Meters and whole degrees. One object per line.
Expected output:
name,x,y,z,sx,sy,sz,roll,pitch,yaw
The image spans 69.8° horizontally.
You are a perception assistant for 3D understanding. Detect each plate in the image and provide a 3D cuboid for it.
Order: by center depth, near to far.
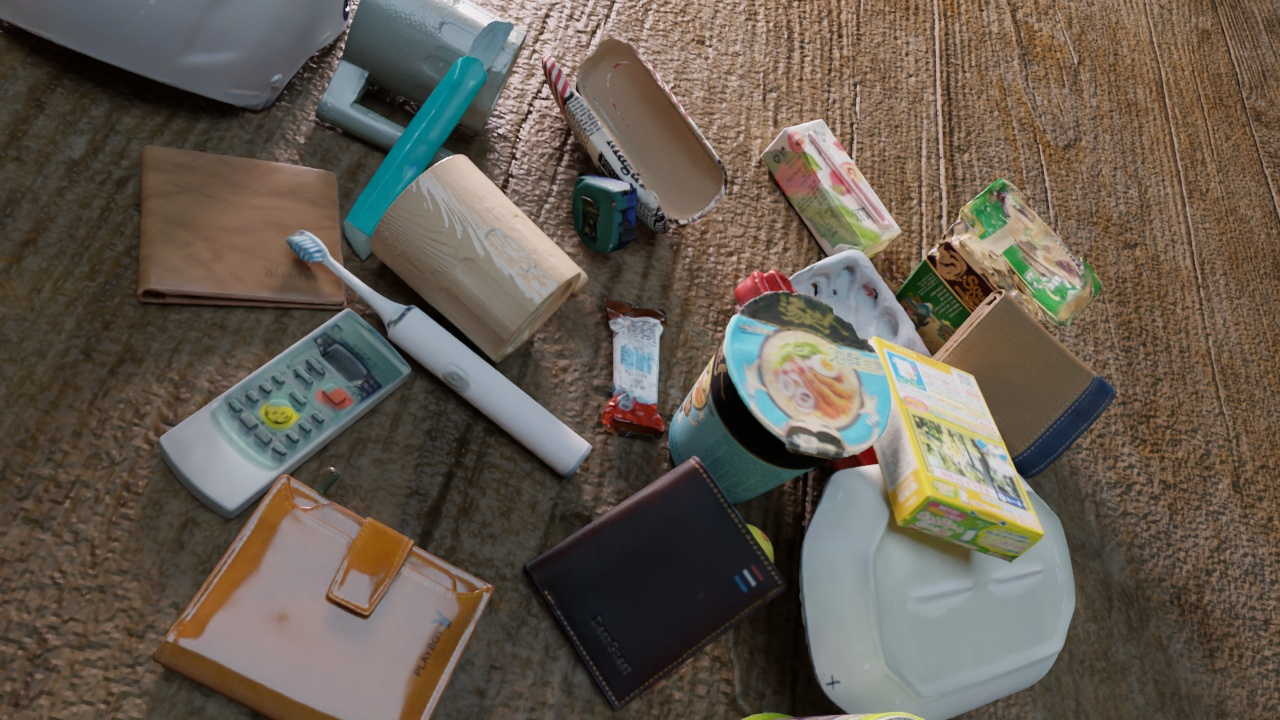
plate,0.204,0.142,0.582,0.265,0.034,0.162,3,77,-38

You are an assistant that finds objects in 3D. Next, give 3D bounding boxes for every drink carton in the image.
drink carton,0.159,-0.139,0.763,0.053,0.046,0.122,-22,74,-35

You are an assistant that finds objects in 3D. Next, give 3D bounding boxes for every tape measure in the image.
tape measure,-0.027,-0.103,0.645,0.025,0.054,0.058,-17,29,-35

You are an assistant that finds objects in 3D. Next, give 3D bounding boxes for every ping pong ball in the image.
ping pong ball,0.063,0.121,0.569,0.040,0.040,0.040,12,58,-20

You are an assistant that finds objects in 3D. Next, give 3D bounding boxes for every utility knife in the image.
utility knife,-0.136,-0.147,0.596,0.029,0.013,0.185,33,84,-4

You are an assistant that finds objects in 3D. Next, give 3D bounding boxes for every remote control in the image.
remote control,-0.195,0.027,0.513,0.056,0.019,0.134,44,53,3

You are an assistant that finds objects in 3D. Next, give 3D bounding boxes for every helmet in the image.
helmet,-0.289,-0.303,0.578,0.229,0.146,0.258,23,55,-13

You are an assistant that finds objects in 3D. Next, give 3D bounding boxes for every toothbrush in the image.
toothbrush,-0.123,-0.006,0.557,0.221,0.027,0.026,39,23,-4

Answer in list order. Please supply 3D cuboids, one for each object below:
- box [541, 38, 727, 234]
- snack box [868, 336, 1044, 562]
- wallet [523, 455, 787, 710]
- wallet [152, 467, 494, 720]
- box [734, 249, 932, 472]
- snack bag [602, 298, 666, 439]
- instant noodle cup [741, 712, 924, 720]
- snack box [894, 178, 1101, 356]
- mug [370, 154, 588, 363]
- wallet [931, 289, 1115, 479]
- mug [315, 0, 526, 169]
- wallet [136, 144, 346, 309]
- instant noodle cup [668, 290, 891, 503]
box,-0.009,-0.170,0.680,0.162,0.076,0.086,57,24,10
snack box,0.186,0.052,0.572,0.087,0.034,0.140,19,36,-19
wallet,0.009,0.126,0.532,0.122,0.020,0.096,-32,77,-12
wallet,-0.153,0.128,0.471,0.130,0.035,0.118,30,60,-8
box,0.158,0.017,0.666,0.157,0.070,0.201,-16,71,-41
snack bag,-0.004,0.004,0.614,0.045,0.026,0.105,8,58,-11
instant noodle cup,0.103,0.232,0.474,0.111,0.124,0.111,12,59,-20
snack box,0.271,-0.057,0.733,0.117,0.106,0.118,-34,81,-38
mug,-0.094,-0.068,0.588,0.103,0.084,0.124,44,27,1
wallet,0.266,0.018,0.654,0.115,0.090,0.033,39,10,-9
mug,-0.150,-0.199,0.637,0.103,0.084,0.124,25,81,-13
wallet,-0.238,-0.078,0.554,0.115,0.020,0.101,1,64,-28
instant noodle cup,0.075,0.034,0.576,0.111,0.121,0.111,13,56,-20
